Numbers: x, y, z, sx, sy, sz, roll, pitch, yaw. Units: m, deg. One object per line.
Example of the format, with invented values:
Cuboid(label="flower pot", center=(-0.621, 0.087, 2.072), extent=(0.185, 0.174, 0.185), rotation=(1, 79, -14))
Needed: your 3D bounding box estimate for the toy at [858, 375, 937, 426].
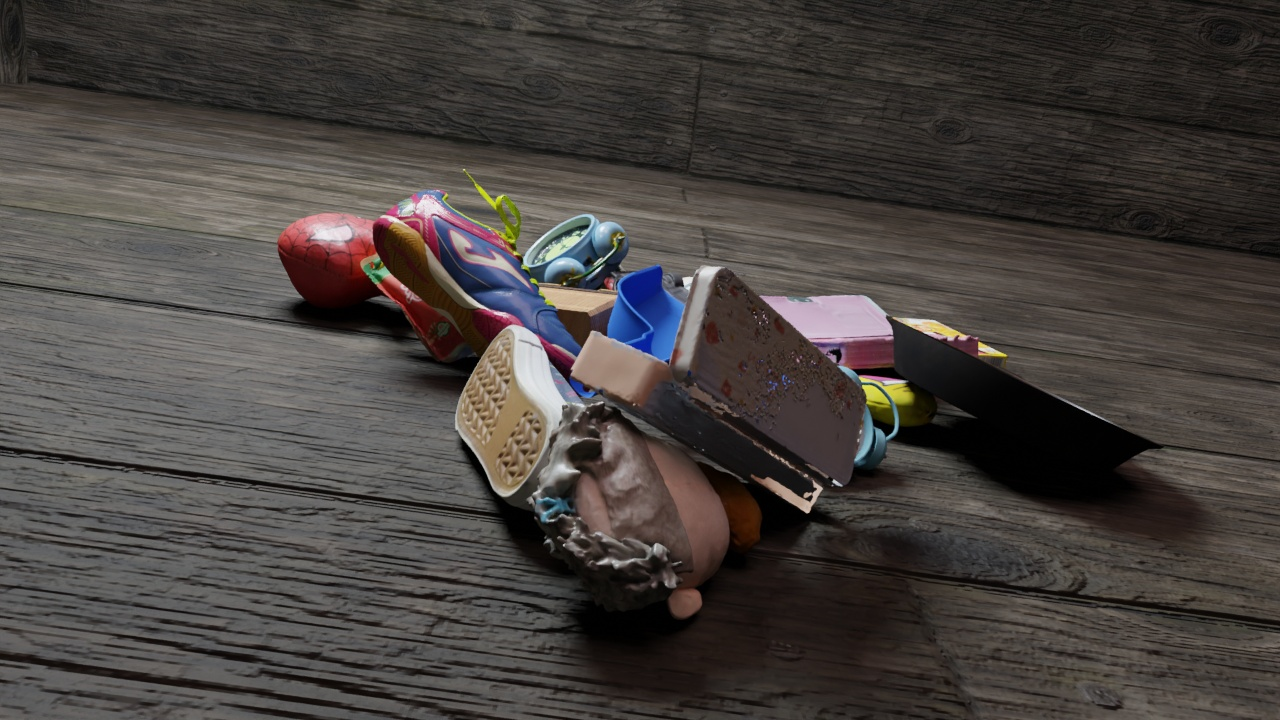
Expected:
Cuboid(label="toy", center=(0.226, 0.036, 0.846), extent=(0.095, 0.041, 0.094), rotation=(3, 12, -46))

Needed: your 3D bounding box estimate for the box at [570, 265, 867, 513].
Cuboid(label="box", center=(0.054, 0.030, 0.584), extent=(0.108, 0.094, 0.216), rotation=(-9, -27, 35))

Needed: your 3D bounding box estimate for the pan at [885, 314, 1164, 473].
Cuboid(label="pan", center=(0.342, 0.033, 0.862), extent=(0.249, 0.043, 0.355), rotation=(28, 10, 18))

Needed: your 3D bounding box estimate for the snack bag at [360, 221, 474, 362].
Cuboid(label="snack bag", center=(-0.200, -0.073, 0.863), extent=(0.087, 0.044, 0.155), rotation=(-36, 81, -28))

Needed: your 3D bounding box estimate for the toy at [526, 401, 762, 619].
Cuboid(label="toy", center=(0.006, 0.087, 0.524), extent=(0.175, 0.076, 0.132), rotation=(12, 47, -46))

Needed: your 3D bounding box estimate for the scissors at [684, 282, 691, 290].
Cuboid(label="scissors", center=(0.035, -0.084, 1.120), extent=(0.132, 0.015, 0.110), rotation=(-35, 28, -29))

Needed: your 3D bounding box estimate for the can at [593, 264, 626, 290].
Cuboid(label="can", center=(-0.035, -0.089, 1.108), extent=(0.053, 0.053, 0.101), rotation=(3, 18, -16))

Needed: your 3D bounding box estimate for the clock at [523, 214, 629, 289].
Cuboid(label="clock", center=(-0.073, -0.116, 1.067), extent=(0.118, 0.060, 0.162), rotation=(-44, 27, -17))

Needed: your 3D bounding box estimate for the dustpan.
Cuboid(label="dustpan", center=(0.033, 0.002, 0.779), extent=(0.245, 0.060, 0.256), rotation=(37, 36, 26))

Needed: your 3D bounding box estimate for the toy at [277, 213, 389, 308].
Cuboid(label="toy", center=(-0.267, -0.095, 0.949), extent=(0.216, 0.099, 0.147), rotation=(9, 7, -2))

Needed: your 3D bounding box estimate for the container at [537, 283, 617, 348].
Cuboid(label="container", center=(-0.072, -0.035, 0.888), extent=(0.114, 0.063, 0.061), rotation=(8, 20, 25))

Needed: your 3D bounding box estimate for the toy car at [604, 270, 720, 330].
Cuboid(label="toy car", center=(0.038, -0.049, 0.991), extent=(0.081, 0.056, 0.189), rotation=(-4, 32, -38))

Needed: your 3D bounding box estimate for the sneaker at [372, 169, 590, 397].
Cuboid(label="sneaker", center=(-0.120, -0.066, 0.795), extent=(0.242, 0.116, 0.090), rotation=(40, 56, 10))

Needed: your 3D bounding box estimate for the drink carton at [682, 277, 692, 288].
Cuboid(label="drink carton", center=(0.066, -0.064, 1.117), extent=(0.069, 0.039, 0.122), rotation=(6, 23, -2))

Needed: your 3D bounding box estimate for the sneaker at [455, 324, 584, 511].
Cuboid(label="sneaker", center=(-0.071, 0.047, 0.650), extent=(0.079, 0.087, 0.235), rotation=(32, 8, -25))

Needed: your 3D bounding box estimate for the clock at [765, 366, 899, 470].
Cuboid(label="clock", center=(0.160, 0.046, 0.725), extent=(0.123, 0.087, 0.042), rotation=(-11, -18, -31))

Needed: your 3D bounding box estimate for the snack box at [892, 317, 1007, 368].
Cuboid(label="snack box", center=(0.365, -0.019, 1.112), extent=(0.075, 0.025, 0.152), rotation=(2, 18, -18))

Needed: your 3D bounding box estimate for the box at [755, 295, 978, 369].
Cuboid(label="box", center=(0.230, -0.024, 0.990), extent=(0.232, 0.059, 0.179), rotation=(-2, 21, -37))
